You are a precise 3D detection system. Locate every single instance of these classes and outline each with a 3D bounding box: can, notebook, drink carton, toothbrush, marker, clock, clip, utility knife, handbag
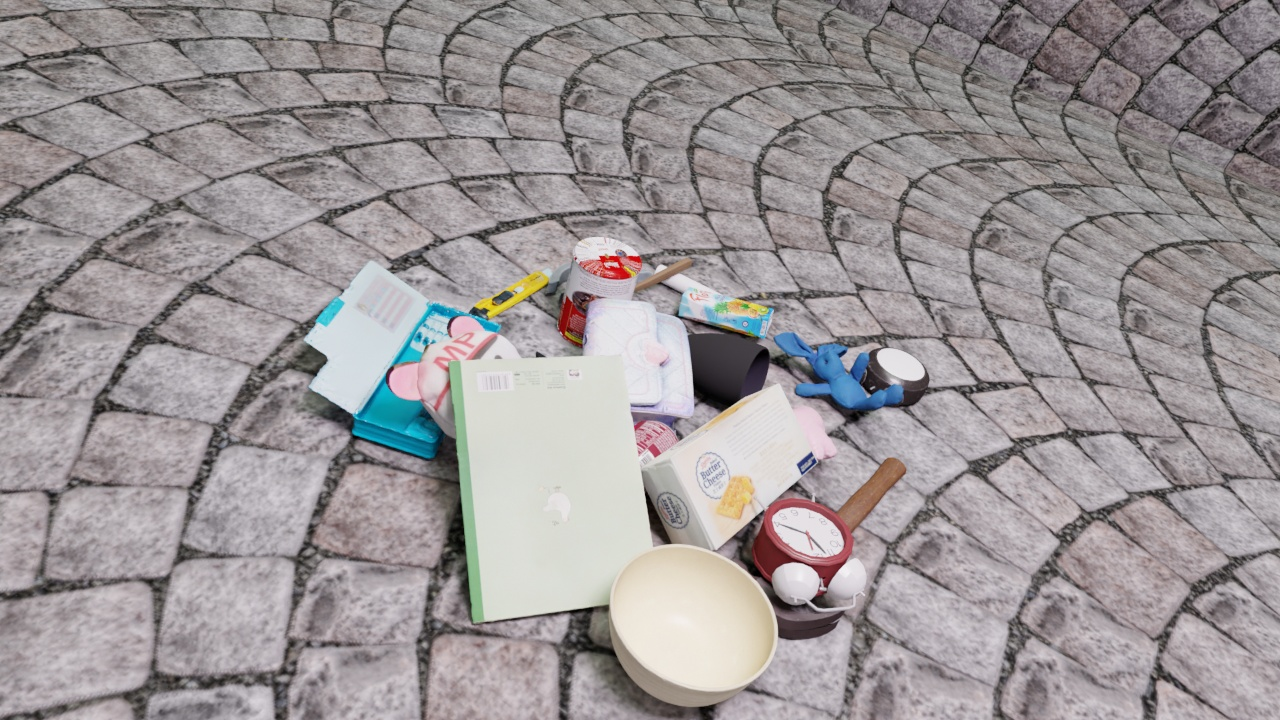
[{"bbox_3d":[-0.009,0.113,0.974,0.063,0.063,0.113,31,39,18],"label":"can"},{"bbox_3d":[-0.084,0.114,0.886,0.181,0.010,0.252,-2,70,-21],"label":"notebook"},{"bbox_3d":[0.116,-0.067,1.259,0.129,0.039,0.044,16,28,12],"label":"drink carton"},{"bbox_3d":[0.010,-0.107,1.276,0.166,0.016,0.016,-29,59,-29],"label":"toothbrush"},{"bbox_3d":[0.081,-0.097,1.308,0.133,0.023,0.027,28,60,14],"label":"marker"},{"bbox_3d":[0.164,0.190,0.902,0.096,0.048,0.137,0,36,-19],"label":"clock"},{"bbox_3d":[-0.049,-0.104,1.265,0.107,0.028,0.162,38,42,23],"label":"clip"},{"bbox_3d":[-0.053,-0.084,1.162,0.086,0.117,0.086,11,38,-9],"label":"can"},{"bbox_3d":[0.343,0.020,1.245,0.122,0.044,0.091,-20,51,-39],"label":"clock"},{"bbox_3d":[-0.166,-0.090,1.213,0.030,0.017,0.162,38,38,12],"label":"utility knife"},{"bbox_3d":[-0.006,0.006,1.065,0.126,0.069,0.158,16,47,-19],"label":"handbag"}]

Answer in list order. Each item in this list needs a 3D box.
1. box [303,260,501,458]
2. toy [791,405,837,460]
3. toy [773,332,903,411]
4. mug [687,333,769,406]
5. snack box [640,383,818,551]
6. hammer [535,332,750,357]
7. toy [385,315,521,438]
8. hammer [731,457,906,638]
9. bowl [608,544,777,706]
[{"bbox_3d":[-0.272,-0.004,1.026,0.185,0.056,0.226,26,37,-6],"label":"box"},{"bbox_3d":[0.191,0.089,1.089,0.099,0.053,0.096,-7,36,-37],"label":"toy"},{"bbox_3d":[0.264,0.018,1.197,0.112,0.071,0.176,-14,40,-35],"label":"toy"},{"bbox_3d":[0.104,0.008,1.150,0.100,0.085,0.118,20,5,25],"label":"mug"},{"bbox_3d":[0.098,0.113,0.981,0.207,0.058,0.104,-29,94,-44],"label":"snack box"},{"bbox_3d":[0.018,-0.011,1.177,0.324,0.015,0.095,-13,34,-37],"label":"hammer"},{"bbox_3d":[-0.146,0.051,0.943,0.213,0.084,0.141,40,57,0],"label":"toy"},{"bbox_3d":[0.213,0.187,0.995,0.115,0.033,0.321,33,39,23],"label":"hammer"},{"bbox_3d":[0.039,0.245,0.815,0.150,0.075,0.150,10,38,-8],"label":"bowl"}]
